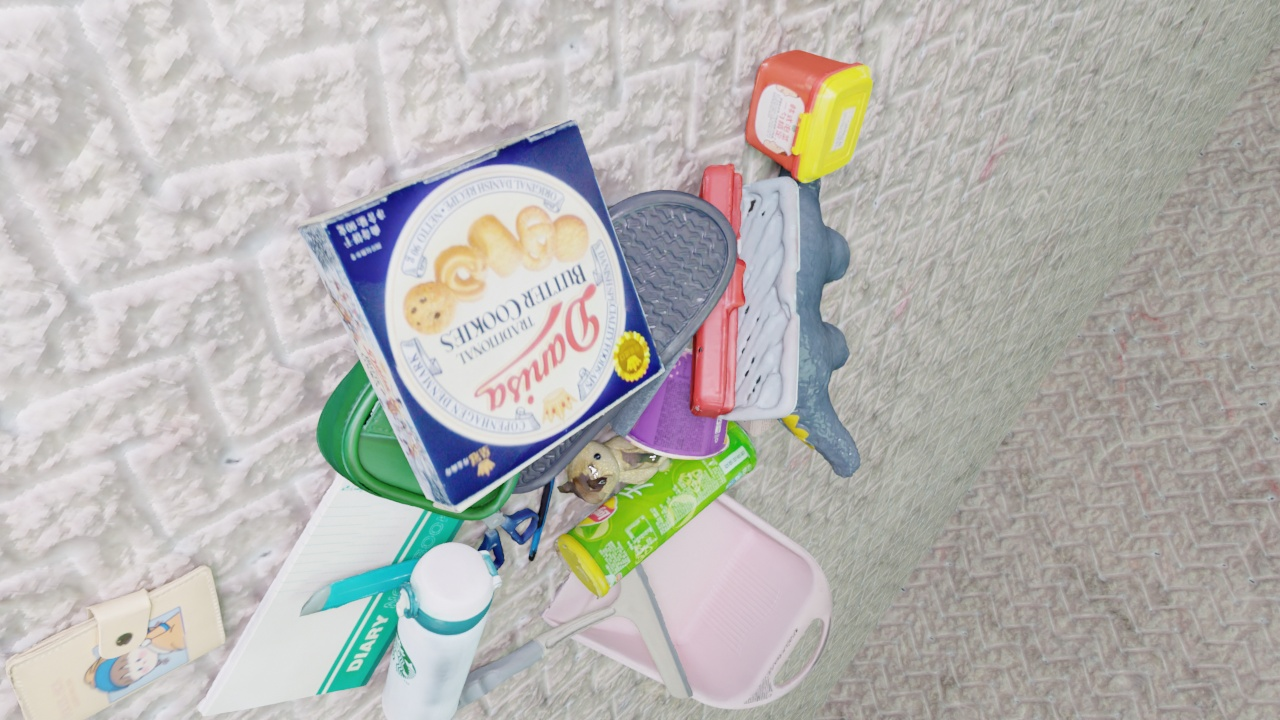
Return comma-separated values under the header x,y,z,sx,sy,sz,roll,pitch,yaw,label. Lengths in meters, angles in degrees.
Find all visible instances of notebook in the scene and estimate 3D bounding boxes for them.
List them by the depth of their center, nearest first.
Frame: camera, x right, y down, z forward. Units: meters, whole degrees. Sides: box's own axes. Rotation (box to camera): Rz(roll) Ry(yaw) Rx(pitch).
x,y,z,sx,sy,sz,roll,pitch,yaw,label
-0.215,0.171,0.683,0.209,0.012,0.150,-58,149,11,notebook

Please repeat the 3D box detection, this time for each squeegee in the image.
x,y,z,sx,sy,sz,roll,pitch,yaw,label
-0.096,0.294,0.939,0.246,0.039,0.246,-25,103,-17,squeegee

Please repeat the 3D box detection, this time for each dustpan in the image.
x,y,z,sx,sy,sz,roll,pitch,yaw,label
0.074,0.254,0.988,0.273,0.139,0.222,28,95,-37,dustpan

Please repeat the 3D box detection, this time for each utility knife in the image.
x,y,z,sx,sy,sz,roll,pitch,yaw,label
-0.186,0.163,0.689,0.161,0.013,0.029,-1,126,-58,utility knife

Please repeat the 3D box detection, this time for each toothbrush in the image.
x,y,z,sx,sy,sz,roll,pitch,yaw,label
-0.085,0.117,0.836,0.014,0.016,0.190,-34,148,-49,toothbrush

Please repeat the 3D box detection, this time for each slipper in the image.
x,y,z,sx,sy,sz,roll,pitch,yaw,label
-0.043,-0.021,0.689,0.110,0.083,0.268,36,101,-20,slipper

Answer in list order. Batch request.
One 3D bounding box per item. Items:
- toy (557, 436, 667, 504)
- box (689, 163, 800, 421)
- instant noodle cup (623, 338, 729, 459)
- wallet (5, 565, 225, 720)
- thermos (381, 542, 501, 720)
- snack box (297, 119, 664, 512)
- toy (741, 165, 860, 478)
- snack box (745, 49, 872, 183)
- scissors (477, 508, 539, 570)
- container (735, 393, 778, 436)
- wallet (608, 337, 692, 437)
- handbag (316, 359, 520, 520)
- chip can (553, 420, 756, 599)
x,y,z,sx,sy,sz,roll,pitch,yaw,label
-0.009,0.086,0.873,0.105,0.066,0.156,-23,-177,45,toy
0.089,-0.052,0.742,0.094,0.091,0.201,95,-2,-80,box
0.036,0.021,0.826,0.111,0.112,0.099,-15,122,-49,instant noodle cup
-0.311,0.172,0.552,0.114,0.024,0.087,-24,144,-40,wallet
-0.164,0.223,0.727,0.073,0.073,0.225,-28,153,-39,thermos
-0.085,-0.033,0.561,0.177,0.046,0.182,-33,111,-34,snack box
0.141,-0.055,0.857,0.137,0.091,0.356,-7,101,-16,toy
0.134,-0.204,0.754,0.081,0.080,0.091,-30,142,-39,snack box
-0.115,0.132,0.779,0.128,0.012,0.174,-29,151,-45,scissors
0.131,0.011,0.966,0.110,0.090,0.090,-34,145,-27,container
-0.004,0.004,0.753,0.019,0.121,0.097,33,94,-19,wallet
-0.134,0.037,0.598,0.131,0.068,0.120,27,81,-37,handbag
0.021,0.139,0.912,0.220,0.072,0.073,-36,146,-21,chip can
